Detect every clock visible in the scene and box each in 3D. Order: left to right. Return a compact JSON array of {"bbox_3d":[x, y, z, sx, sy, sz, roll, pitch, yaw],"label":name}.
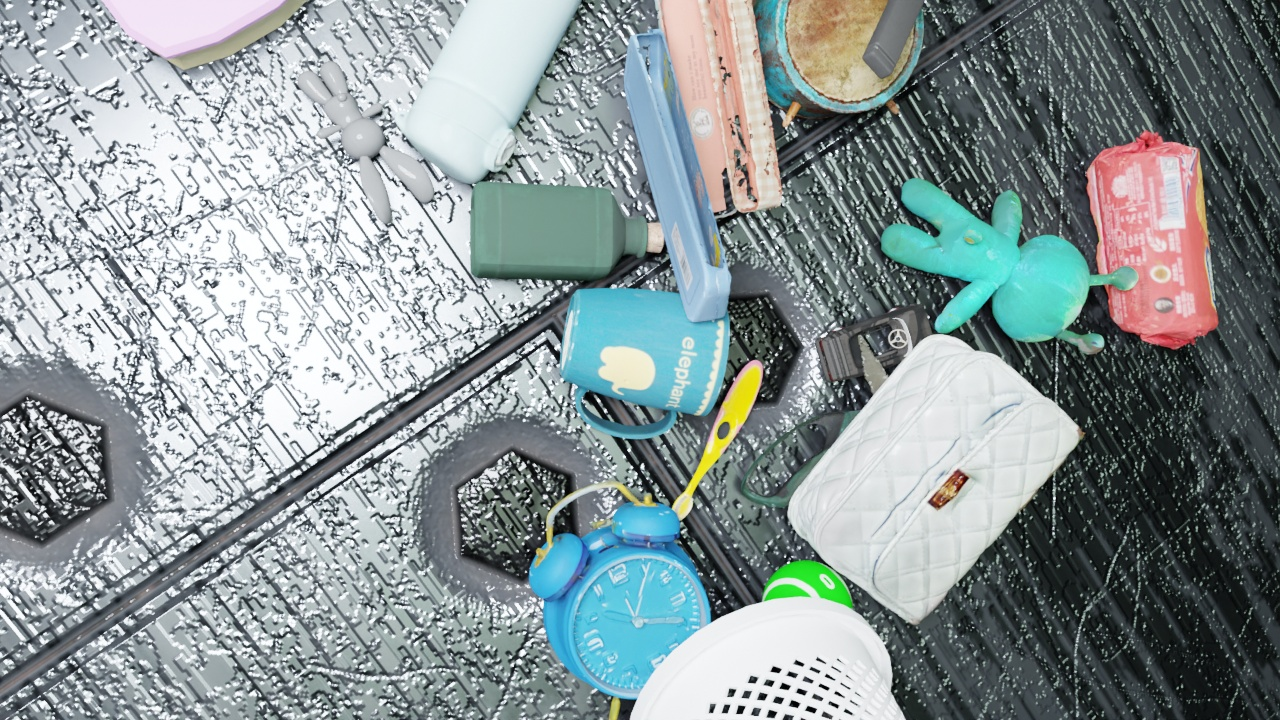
[{"bbox_3d":[-0.014,0.161,0.638,0.116,0.060,0.161,-26,99,-12],"label":"clock"},{"bbox_3d":[0.135,-0.255,0.667,0.121,0.073,0.158,-10,104,-13],"label":"clock"}]

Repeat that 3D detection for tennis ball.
[{"bbox_3d":[0.121,0.179,0.669,0.065,0.065,0.065,0,90,-14],"label":"tennis ball"}]

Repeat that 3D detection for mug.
[{"bbox_3d":[-0.004,0.004,0.638,0.104,0.084,0.112,10,117,-10],"label":"mug"}]

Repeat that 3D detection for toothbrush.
[{"bbox_3d":[0.058,0.059,0.679,0.021,0.016,0.135,29,84,-7],"label":"toothbrush"}]

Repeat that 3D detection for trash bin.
[{"bbox_3d":[0.114,0.288,0.565,0.195,0.199,0.196,-8,118,-15],"label":"trash bin"}]

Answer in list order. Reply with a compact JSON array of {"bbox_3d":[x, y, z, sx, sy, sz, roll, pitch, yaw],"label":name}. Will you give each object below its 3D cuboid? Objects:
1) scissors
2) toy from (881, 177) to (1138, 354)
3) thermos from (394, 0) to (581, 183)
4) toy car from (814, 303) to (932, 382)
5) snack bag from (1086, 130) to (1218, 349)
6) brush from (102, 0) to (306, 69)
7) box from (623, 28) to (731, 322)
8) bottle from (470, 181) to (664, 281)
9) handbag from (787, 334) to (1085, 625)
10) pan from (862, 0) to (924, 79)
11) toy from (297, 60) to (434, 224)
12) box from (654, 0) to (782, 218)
[{"bbox_3d":[0.189,0.079,0.704,0.202,0.015,0.202,-38,108,2],"label":"scissors"},{"bbox_3d":[0.281,-0.073,0.710,0.193,0.072,0.130,26,84,-3],"label":"toy"},{"bbox_3d":[-0.088,-0.220,0.618,0.078,0.065,0.206,25,84,7],"label":"thermos"},{"bbox_3d":[0.180,-0.013,0.697,0.092,0.037,0.040,-18,94,-13],"label":"toy car"},{"bbox_3d":[0.409,-0.095,0.736,0.082,0.082,0.176,-8,92,-14],"label":"snack bag"},{"bbox_3d":[-0.234,-0.276,0.594,0.228,0.043,0.089,-36,98,-11],"label":"brush"},{"bbox_3d":[0.028,-0.127,0.612,0.037,0.066,0.209,-11,68,-10],"label":"box"},{"bbox_3d":[-0.049,-0.087,0.629,0.131,0.061,0.061,0,88,-14],"label":"bottle"},{"bbox_3d":[0.214,0.089,0.665,0.139,0.072,0.195,35,98,-19],"label":"handbag"},{"bbox_3d":[0.225,-0.330,0.647,0.178,0.041,0.356,38,64,-23],"label":"pan"},{"bbox_3d":[-0.186,-0.148,0.613,0.049,0.030,0.111,-36,93,-26],"label":"toy"},{"bbox_3d":[0.053,-0.195,0.648,0.048,0.085,0.187,-18,102,-38],"label":"box"}]
